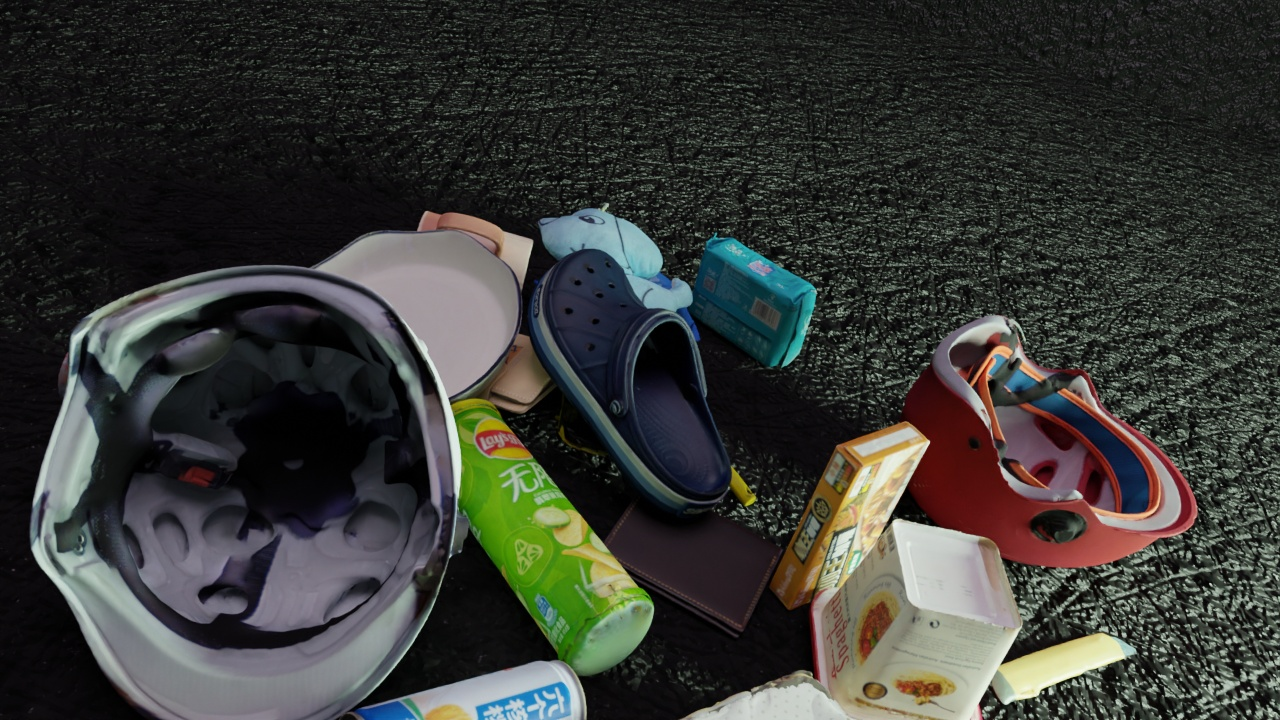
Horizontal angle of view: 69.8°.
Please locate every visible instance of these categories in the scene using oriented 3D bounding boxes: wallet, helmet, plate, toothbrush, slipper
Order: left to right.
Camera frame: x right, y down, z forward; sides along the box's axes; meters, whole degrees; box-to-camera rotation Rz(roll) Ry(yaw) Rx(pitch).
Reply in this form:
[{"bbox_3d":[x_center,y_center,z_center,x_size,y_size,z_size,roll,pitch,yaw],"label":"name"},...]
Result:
[{"bbox_3d":[-0.216,0.076,0.554,0.229,0.258,0.146,-5,0,-4],"label":"helmet"},{"bbox_3d":[-0.200,-0.026,0.768,0.205,0.046,0.204,-1,53,1],"label":"plate"},{"bbox_3d":[-0.121,0.006,0.789,0.115,0.024,0.087,16,48,29],"label":"wallet"},{"bbox_3d":[-0.004,0.004,0.732,0.105,0.095,0.252,-6,58,-44],"label":"slipper"},{"bbox_3d":[0.042,0.046,0.799,0.015,0.017,0.190,-6,54,-50],"label":"toothbrush"},{"bbox_3d":[0.039,0.147,0.701,0.122,0.020,0.096,26,41,13],"label":"wallet"},{"bbox_3d":[0.324,0.091,0.786,0.240,0.144,0.206,35,38,1],"label":"helmet"}]

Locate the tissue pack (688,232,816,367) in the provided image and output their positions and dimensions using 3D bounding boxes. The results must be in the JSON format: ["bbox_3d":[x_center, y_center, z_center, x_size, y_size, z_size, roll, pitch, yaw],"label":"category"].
[{"bbox_3d":[0.111,-0.062,0.944,0.133,0.093,0.050,36,44,24],"label":"tissue pack"}]

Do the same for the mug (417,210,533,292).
[{"bbox_3d":[-0.160,-0.098,0.872,0.106,0.115,0.081,13,61,-8],"label":"mug"}]

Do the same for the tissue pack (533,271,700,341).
[{"bbox_3d":[-0.022,-0.047,0.907,0.157,0.052,0.095,1,41,-20],"label":"tissue pack"}]

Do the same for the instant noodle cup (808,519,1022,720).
[{"bbox_3d":[0.186,0.181,0.621,0.116,0.124,0.116,13,36,-4],"label":"instant noodle cup"}]

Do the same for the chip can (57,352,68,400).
[{"bbox_3d":[-0.292,0.042,0.668,0.236,0.072,0.072,19,36,3],"label":"chip can"}]

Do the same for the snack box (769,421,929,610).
[{"bbox_3d":[0.150,0.115,0.669,0.075,0.154,0.026,-13,44,-34],"label":"snack box"}]

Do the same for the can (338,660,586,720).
[{"bbox_3d":[-0.098,0.209,0.518,0.134,0.053,0.053,-1,38,-40],"label":"can"}]

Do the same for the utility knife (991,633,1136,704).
[{"bbox_3d":[0.324,0.231,0.700,0.166,0.018,0.031,-7,46,-27],"label":"utility knife"}]

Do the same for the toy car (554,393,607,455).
[{"bbox_3d":[-0.039,0.033,0.802,0.071,0.041,0.155,9,34,-9],"label":"toy car"}]

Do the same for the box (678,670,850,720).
[{"bbox_3d":[0.048,0.253,0.529,0.184,0.062,0.089,-10,43,-29],"label":"box"}]

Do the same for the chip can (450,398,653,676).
[{"bbox_3d":[-0.078,0.119,0.646,0.072,0.073,0.221,-16,47,-37],"label":"chip can"}]

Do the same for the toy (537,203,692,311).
[{"bbox_3d":[-0.025,-0.096,0.881,0.161,0.050,0.155,15,42,-6],"label":"toy"}]
